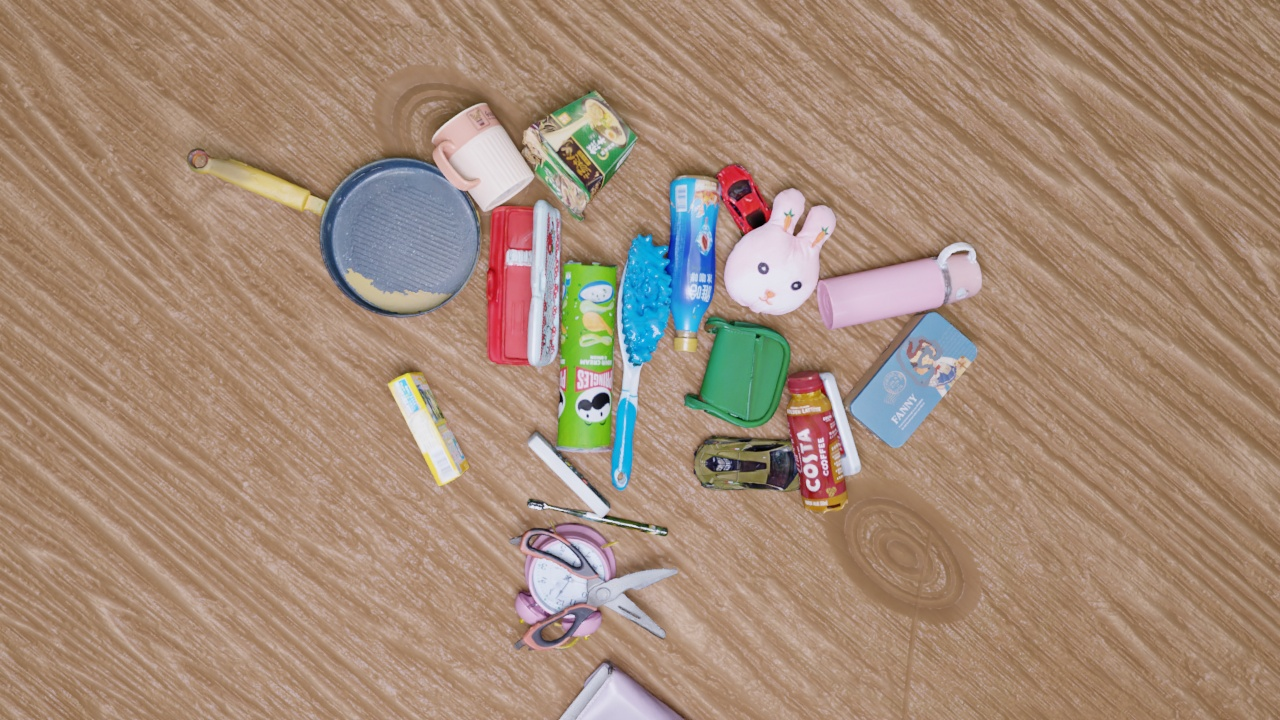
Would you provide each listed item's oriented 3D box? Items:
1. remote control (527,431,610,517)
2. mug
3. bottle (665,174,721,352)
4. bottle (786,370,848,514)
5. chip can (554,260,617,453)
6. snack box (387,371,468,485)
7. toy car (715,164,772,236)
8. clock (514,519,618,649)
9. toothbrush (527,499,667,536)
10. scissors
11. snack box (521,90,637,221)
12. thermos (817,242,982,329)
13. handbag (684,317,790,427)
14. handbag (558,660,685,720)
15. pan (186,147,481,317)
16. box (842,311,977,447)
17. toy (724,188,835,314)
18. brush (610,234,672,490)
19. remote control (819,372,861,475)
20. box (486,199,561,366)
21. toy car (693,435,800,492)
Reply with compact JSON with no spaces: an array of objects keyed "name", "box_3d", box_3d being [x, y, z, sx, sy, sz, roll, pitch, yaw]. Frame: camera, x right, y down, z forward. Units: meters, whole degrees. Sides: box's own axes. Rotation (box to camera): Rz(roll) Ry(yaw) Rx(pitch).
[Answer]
[{"name":"remote control","box_3d":[-0.090,0.143,1.159,0.019,0.056,0.135,-44,92,-2]},{"name":"mug","box_3d":[-0.199,-0.243,1.119,0.082,0.114,0.106,-32,96,36]},{"name":"bottle","box_3d":[0.064,-0.120,1.156,0.065,0.065,0.218,3,92,-3]},{"name":"bottle","box_3d":[0.217,0.101,1.145,0.057,0.057,0.175,-13,101,-3]},{"name":"chip can","box_3d":[-0.067,-0.005,1.150,0.072,0.072,0.236,2,91,-3]},{"name":"snack box","box_3d":[-0.260,0.082,1.134,0.033,0.087,0.140,-24,93,-3]},{"name":"toy car","box_3d":[0.135,-0.201,1.175,0.049,0.031,0.106,-31,91,-3]},{"name":"clock","box_3d":[-0.095,0.287,1.161,0.117,0.060,0.158,16,92,-3]},{"name":"toothbrush","box_3d":[-0.055,0.203,1.181,0.186,0.017,0.012,13,88,-3]},{"name":"scissors","box_3d":[-0.065,0.280,1.125,0.222,0.015,0.189,-22,92,-2]},{"name":"snack box","box_3d":[-0.069,-0.257,1.129,0.105,0.118,0.117,-42,93,-11]},{"name":"thermos","box_3d":[0.329,-0.097,1.161,0.198,0.087,0.067,-12,47,-1]},{"name":"handbag","box_3d":[0.126,0.015,1.166,0.120,0.068,0.131,16,92,5]},{"name":"handbag","box_3d":[-0.007,0.493,1.151,0.197,0.098,0.145,39,91,-2]},{"name":"pan","box_3d":[-0.370,-0.180,1.126,0.357,0.078,0.197,21,90,-3]},{"name":"box","box_3d":[0.338,0.028,1.175,0.090,0.062,0.184,38,88,-2]},{"name":"toy","box_3d":[0.177,-0.133,1.155,0.121,0.054,0.159,23,102,-18]},{"name":"brush","box_3d":[-0.007,0.007,1.150,0.060,0.109,0.314,5,83,-11]},{"name":"remote control","box_3d":[0.242,0.082,1.175,0.020,0.056,0.136,-18,93,-31]},{"name":"box","box_3d":[-0.144,-0.094,1.129,0.095,0.101,0.201,2,91,-4]},{"name":"toy car","box_3d":[0.146,0.133,1.179,0.158,0.042,0.070,1,92,-5]}]
